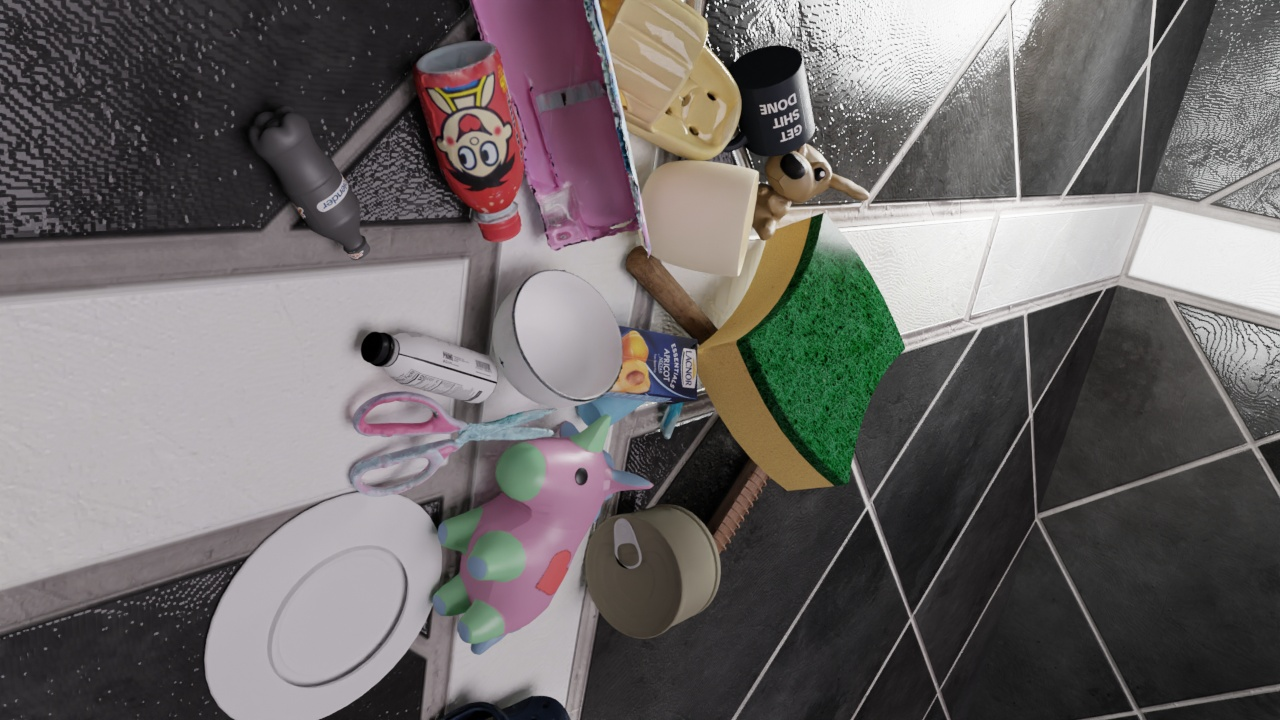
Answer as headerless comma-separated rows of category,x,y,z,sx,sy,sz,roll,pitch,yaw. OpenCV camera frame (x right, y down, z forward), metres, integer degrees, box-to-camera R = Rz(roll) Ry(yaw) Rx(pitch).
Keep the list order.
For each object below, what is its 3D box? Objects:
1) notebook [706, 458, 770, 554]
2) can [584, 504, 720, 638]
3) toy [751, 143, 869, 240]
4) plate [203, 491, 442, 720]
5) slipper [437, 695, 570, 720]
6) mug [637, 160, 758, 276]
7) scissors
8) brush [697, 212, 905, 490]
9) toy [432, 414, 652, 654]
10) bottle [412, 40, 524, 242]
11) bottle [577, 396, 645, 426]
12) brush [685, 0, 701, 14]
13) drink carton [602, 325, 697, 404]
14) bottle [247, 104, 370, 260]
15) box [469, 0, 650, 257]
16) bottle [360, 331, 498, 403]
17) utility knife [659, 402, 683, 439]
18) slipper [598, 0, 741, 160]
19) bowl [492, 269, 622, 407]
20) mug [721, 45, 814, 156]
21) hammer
notebook,0.130,0.144,1.086,0.210,0.022,0.169,-55,174,-13
can,0.013,0.219,0.966,0.073,0.128,0.128,-6,114,-52
toy,0.149,-0.180,0.946,0.108,0.134,0.105,-44,171,16
plate,-0.241,0.203,0.734,0.208,0.015,0.209,-28,130,-40
slipper,-0.152,0.381,0.869,0.252,0.105,0.095,-5,120,-48
mug,0.051,-0.138,0.835,0.119,0.100,0.096,-67,165,-53
scissors,-0.146,0.071,0.734,0.178,0.016,0.105,3,120,-36
brush,0.175,-0.010,0.971,0.195,0.075,0.249,53,48,-22
toy,-0.094,0.159,0.821,0.170,0.120,0.223,-15,126,-42
bottle,-0.114,-0.149,0.652,0.061,0.062,0.138,-39,135,-31
bottle,-0.004,0.024,0.905,0.129,0.040,0.040,-33,133,-37
brush,0.044,-0.282,0.814,0.038,0.012,0.151,-21,124,-43
drink carton,-0.005,0.005,0.853,0.129,0.040,0.064,8,79,-39
bottle,-0.205,-0.108,0.582,0.036,0.036,0.110,-48,141,-22
box,-0.053,-0.166,0.660,0.086,0.105,0.231,-13,132,2
bottle,-0.161,0.003,0.698,0.116,0.041,0.041,22,92,-54
utility knife,0.041,0.037,0.955,0.124,0.015,0.022,110,-12,-46
slipper,0.016,-0.233,0.743,0.261,0.079,0.111,23,99,-51
bowl,-0.075,-0.012,0.758,0.113,0.063,0.113,20,59,-38
mug,0.112,-0.242,0.884,0.105,0.071,0.077,-28,136,-4
hammer,0.074,-0.021,0.965,0.321,0.040,0.129,43,56,-47
